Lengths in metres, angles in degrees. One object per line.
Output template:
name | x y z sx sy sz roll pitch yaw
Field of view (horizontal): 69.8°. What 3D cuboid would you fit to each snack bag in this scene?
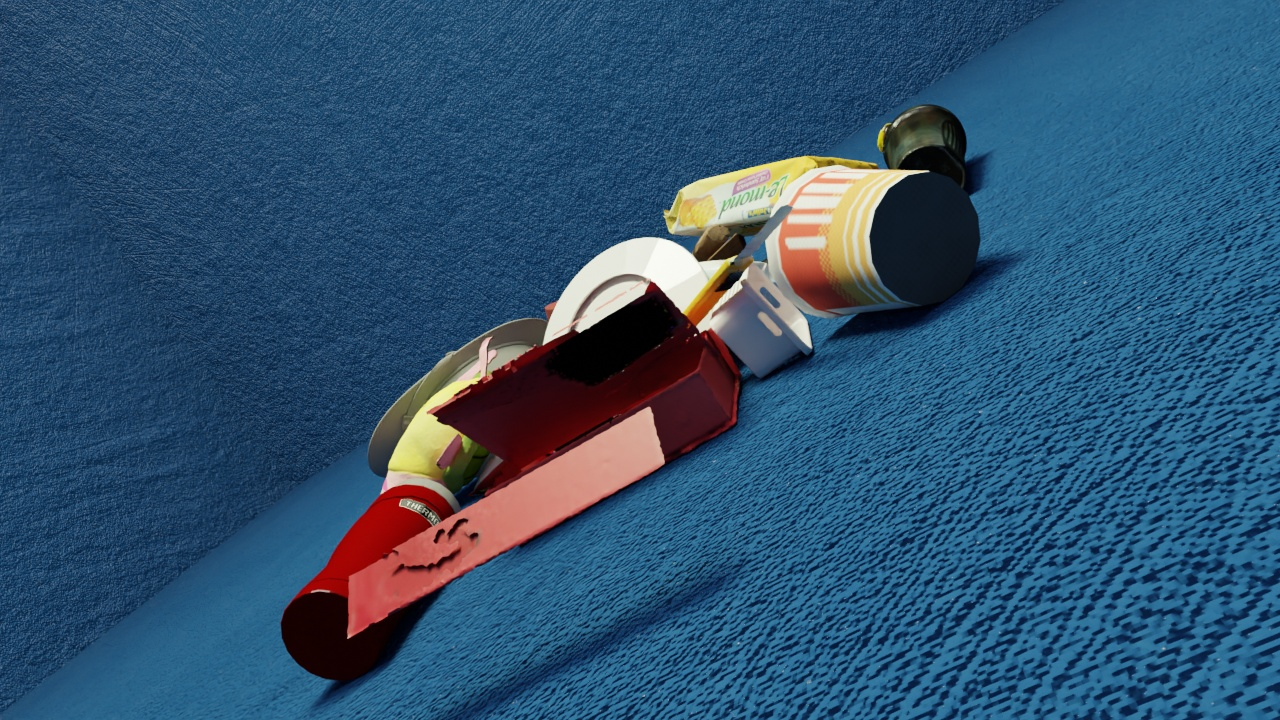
snack bag | 0.165 -0.193 1.091 0.159 0.068 0.248 -4 1 -43
snack bag | -0.121 0.094 0.974 0.144 0.039 0.131 -40 -3 -8

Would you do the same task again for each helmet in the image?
helmet | -0.172 0.076 1.067 0.270 0.118 0.184 -39 -27 -17

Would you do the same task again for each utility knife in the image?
utility knife | 0.066 -0.066 0.734 0.030 0.019 0.225 -19 -18 -26

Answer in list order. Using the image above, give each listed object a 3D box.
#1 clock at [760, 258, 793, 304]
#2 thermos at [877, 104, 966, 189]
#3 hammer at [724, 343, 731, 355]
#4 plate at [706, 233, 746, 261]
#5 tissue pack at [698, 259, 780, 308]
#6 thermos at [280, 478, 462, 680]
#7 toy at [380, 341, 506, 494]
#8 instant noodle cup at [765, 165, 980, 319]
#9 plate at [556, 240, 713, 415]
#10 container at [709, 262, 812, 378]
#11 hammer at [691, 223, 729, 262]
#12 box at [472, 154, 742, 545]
clock | 0.159 -0.092 1.009 0.159 0.045 0.122 -30 9 15
thermos | 0.320 -0.229 1.033 0.098 0.098 0.220 -29 14 25
hammer | -0.006 0.006 1.000 0.321 0.036 0.123 -11 58 59
plate | 0.086 -0.090 1.067 0.131 0.025 0.131 -47 -9 -10
tissue pack | 0.047 -0.065 0.939 0.182 0.070 0.111 1 8 38
thermos | -0.221 0.180 0.762 0.108 0.084 0.198 -49 6 17
toy | -0.197 0.086 0.930 0.190 0.087 0.237 -11 52 58
instant noodle cup | 0.180 -0.091 0.700 0.123 0.123 0.121 -35 16 -13
plate | -0.021 -0.025 0.887 0.209 0.208 0.015 -29 -34 26
container | 0.101 -0.034 0.792 0.050 0.081 0.129 -43 5 16
hammer | 0.077 -0.130 1.184 0.098 0.052 0.328 7 -5 -1
box | -0.046 -0.045 0.889 0.214 0.171 0.477 -30 47 15
